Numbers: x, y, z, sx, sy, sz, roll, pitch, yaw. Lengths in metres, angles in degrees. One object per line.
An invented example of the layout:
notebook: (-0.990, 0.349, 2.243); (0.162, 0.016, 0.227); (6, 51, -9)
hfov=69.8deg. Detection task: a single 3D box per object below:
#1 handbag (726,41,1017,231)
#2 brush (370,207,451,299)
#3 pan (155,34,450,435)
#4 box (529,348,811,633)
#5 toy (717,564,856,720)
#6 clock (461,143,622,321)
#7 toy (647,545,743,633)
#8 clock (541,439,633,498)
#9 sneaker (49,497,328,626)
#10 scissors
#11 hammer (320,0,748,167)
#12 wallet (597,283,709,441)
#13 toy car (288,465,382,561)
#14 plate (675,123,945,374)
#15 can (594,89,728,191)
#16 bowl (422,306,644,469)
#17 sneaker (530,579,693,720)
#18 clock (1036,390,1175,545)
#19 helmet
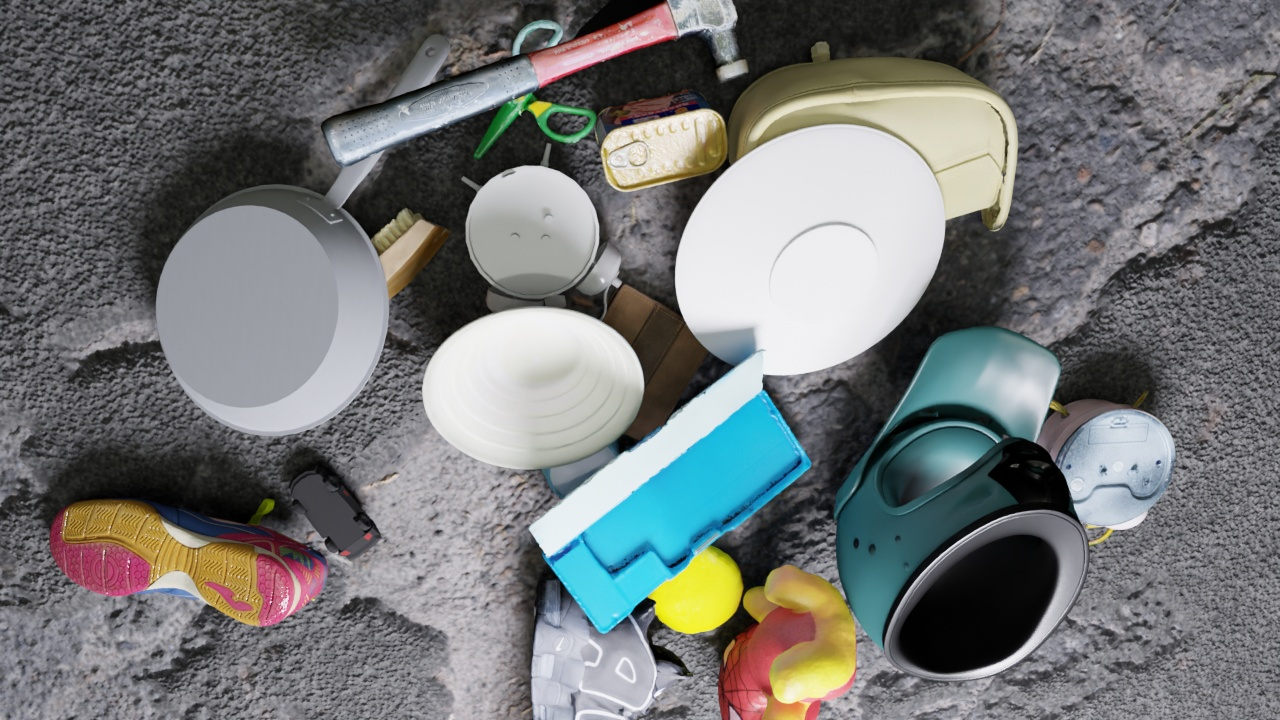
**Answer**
handbag: (0.193, -0.166, 0.759); (0.233, 0.088, 0.191); (-17, 123, -1)
brush: (-0.211, -0.078, 0.752); (0.117, 0.049, 0.039); (-42, 88, 6)
pan: (-0.255, -0.106, 0.717); (0.201, 0.050, 0.357); (33, 95, 10)
box: (0.021, 0.103, 0.792); (0.243, 0.070, 0.171); (-37, 130, -12)
toy: (0.129, 0.285, 0.837); (0.099, 0.147, 0.217); (13, 139, 1)
clock: (-0.080, -0.089, 0.756); (0.120, 0.061, 0.159); (-21, 107, 0)
toy: (0.052, 0.217, 0.875); (0.094, 0.041, 0.095); (7, 106, -4)
clock: (-0.039, 0.104, 0.834); (0.123, 0.042, 0.087); (40, 99, -21)
sneaker: (-0.390, 0.173, 0.799); (0.242, 0.091, 0.116); (12, 100, 10)
scissors: (-0.094, -0.216, 0.731); (0.125, 0.011, 0.130); (12, 92, 2)
hammer: (-0.085, -0.230, 0.699); (0.326, 0.036, 0.140); (-23, 100, -7)
wallet: (-0.005, 0.005, 0.812); (0.098, 0.027, 0.121); (29, 101, -12)
toy car: (-0.271, 0.133, 0.815); (0.042, 0.036, 0.091); (-36, 97, 7)
plate: (0.143, -0.075, 0.739); (0.229, 0.030, 0.230); (-6, 126, -9)
can: (0.014, -0.178, 0.734); (0.100, 0.059, 0.054); (-13, 125, -3)
bowl: (-0.087, 0.010, 0.754); (0.176, 0.057, 0.177); (-4, 131, -5)
sneaker: (-0.025, 0.324, 0.867); (0.151, 0.097, 0.252); (-2, 101, -3)
clock: (0.435, 0.110, 0.875); (0.117, 0.058, 0.158); (-4, 107, -4)
helmet: (0.268, 0.123, 0.782); (0.176, 0.199, 0.275); (9, 127, -7)
